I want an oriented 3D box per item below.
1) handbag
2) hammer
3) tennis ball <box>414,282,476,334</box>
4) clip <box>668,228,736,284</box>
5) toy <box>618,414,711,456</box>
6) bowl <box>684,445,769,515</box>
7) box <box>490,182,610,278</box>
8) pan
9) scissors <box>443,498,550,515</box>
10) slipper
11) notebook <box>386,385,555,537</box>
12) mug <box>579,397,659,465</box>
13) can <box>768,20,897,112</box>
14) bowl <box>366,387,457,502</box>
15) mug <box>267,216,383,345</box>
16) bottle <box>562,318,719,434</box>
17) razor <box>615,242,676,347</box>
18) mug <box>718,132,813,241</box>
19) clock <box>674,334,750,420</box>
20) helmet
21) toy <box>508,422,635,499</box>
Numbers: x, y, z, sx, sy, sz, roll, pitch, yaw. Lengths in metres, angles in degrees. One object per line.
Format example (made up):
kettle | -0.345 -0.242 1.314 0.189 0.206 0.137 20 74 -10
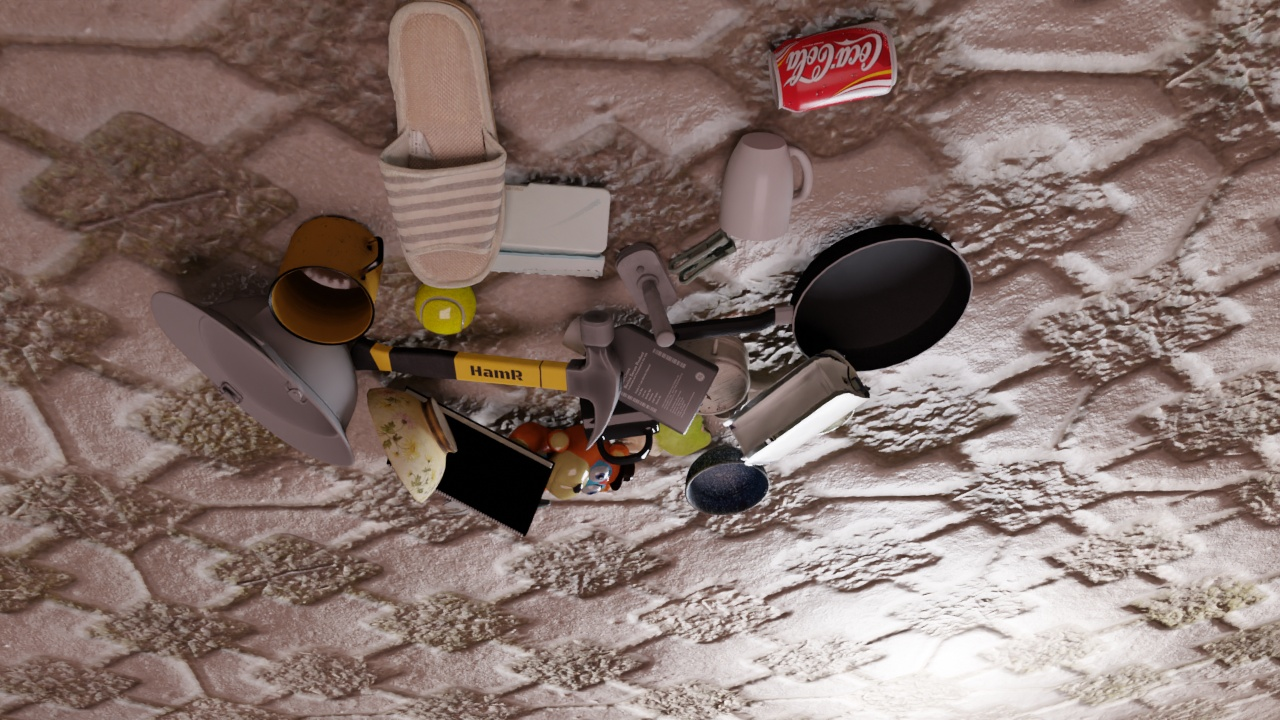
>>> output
handbag | 0.196 0.056 1.087 0.152 0.074 0.175 -40 153 26
hammer | -0.177 0.013 1.035 0.325 0.034 0.170 6 123 12
tennis ball | -0.210 -0.061 0.990 0.065 0.065 0.065 -3 135 -3
clip | 0.067 -0.112 0.998 0.076 0.023 0.042 -31 128 21
toy | 0.028 0.093 1.185 0.118 0.043 0.092 -13 139 12
bowl | 0.113 0.152 1.239 0.114 0.060 0.115 -2 133 -3
box | -0.133 -0.133 0.945 0.197 0.074 0.126 4 154 -5
pan | 0.193 -0.060 1.032 0.355 0.044 0.204 -6 137 -3
scissors | -0.194 0.194 1.281 0.124 0.019 0.156 26 129 -26
slipper | -0.181 -0.189 0.842 0.114 0.054 0.273 -1 120 -8
notebook | -0.219 0.132 1.159 0.207 0.016 0.149 27 131 3
mug | -0.023 0.071 1.107 0.088 0.113 0.078 -8 153 3
can | 0.172 -0.263 0.826 0.105 0.064 0.064 -11 135 5
bowl | -0.258 0.087 1.071 0.063 0.145 0.145 -25 134 -5
mug | -0.307 -0.089 0.932 0.124 0.094 0.100 -27 130 19
bottle | -0.006 0.006 1.047 0.174 0.046 0.084 28 99 5
razor | 0.015 -0.058 0.979 0.047 0.116 0.088 -24 133 8
mug | 0.131 -0.180 0.913 0.107 0.071 0.090 -19 131 -26
clock | 0.094 0.034 1.117 0.103 0.061 0.157 -26 130 19
helmet | -0.384 -0.009 0.999 0.184 0.117 0.271 -2 134 43
toy | -0.093 0.127 1.180 0.175 0.096 0.112 1 137 -23
